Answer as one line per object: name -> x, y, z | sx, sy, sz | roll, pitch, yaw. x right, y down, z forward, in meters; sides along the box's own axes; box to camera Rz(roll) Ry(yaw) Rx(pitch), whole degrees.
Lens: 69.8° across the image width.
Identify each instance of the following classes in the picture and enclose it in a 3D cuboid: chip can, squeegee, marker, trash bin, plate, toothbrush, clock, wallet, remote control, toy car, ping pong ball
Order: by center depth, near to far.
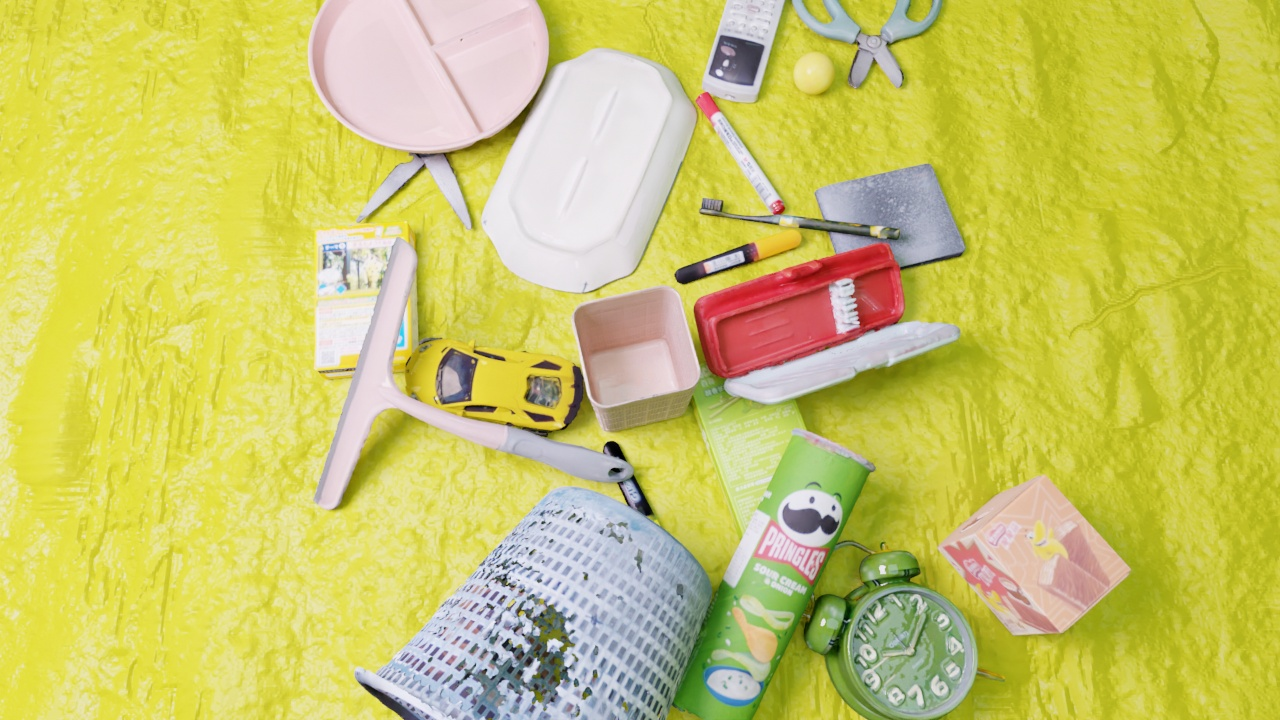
trash bin -> -0.055, 0.209, 0.665 | 0.226, 0.227, 0.194 | 30, 63, 9
chip can -> 0.101, 0.172, 0.719 | 0.072, 0.072, 0.236 | 27, 84, 8
clock -> 0.198, 0.218, 0.731 | 0.116, 0.056, 0.161 | -37, 75, -12
squeegee -> -0.122, 0.058, 0.754 | 0.249, 0.040, 0.248 | 20, 106, -8
marker -> -0.002, 0.123, 0.783 | 0.018, 0.015, 0.124 | -24, 72, -11
toy car -> -0.127, 0.022, 0.790 | 0.156, 0.041, 0.071 | 10, 83, -4
toothbrush -> 0.146, -0.132, 0.852 | 0.186, 0.012, 0.017 | 9, 89, 12
marker -> 0.090, -0.097, 0.854 | 0.124, 0.015, 0.018 | -19, 105, -4
wallet -> 0.234, -0.130, 0.864 | 0.121, 0.019, 0.097 | -14, 75, -6
plate -> -0.047, -0.193, 0.874 | 0.162, 0.034, 0.265 | 21, 73, 6
marker -> 0.096, -0.200, 0.886 | 0.017, 0.017, 0.145 | -28, 75, -9
plate -> -0.203, -0.298, 0.889 | 0.229, 0.028, 0.229 | 1, 72, -2
ping pong ball -> 0.170, -0.282, 0.900 | 0.040, 0.040, 0.040 | 0, 72, 0
remote control -> 0.107, -0.329, 0.925 | 0.058, 0.021, 0.149 | 15, 72, 5

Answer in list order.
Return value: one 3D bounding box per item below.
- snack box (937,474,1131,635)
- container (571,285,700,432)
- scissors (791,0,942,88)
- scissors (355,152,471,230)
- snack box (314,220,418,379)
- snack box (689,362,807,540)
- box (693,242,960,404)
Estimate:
snack box -> 0.309, 0.158, 0.731 | 0.077, 0.093, 0.094 | -36, 76, -11
container -> -0.005, 0.004, 0.770 | 0.090, 0.111, 0.089 | -13, 73, -4
scissors -> 0.221, -0.357, 0.937 | 0.181, 0.019, 0.170 | 26, 75, 7
scissors -> -0.208, -0.227, 0.892 | 0.221, 0.022, 0.233 | 42, 76, 12
snack box -> -0.248, -0.056, 0.831 | 0.087, 0.034, 0.140 | -6, 74, -2
snack box -> 0.100, 0.068, 0.795 | 0.085, 0.026, 0.156 | -18, 73, -6
box -> 0.157, -0.033, 0.767 | 0.201, 0.100, 0.102 | -18, 99, -21
